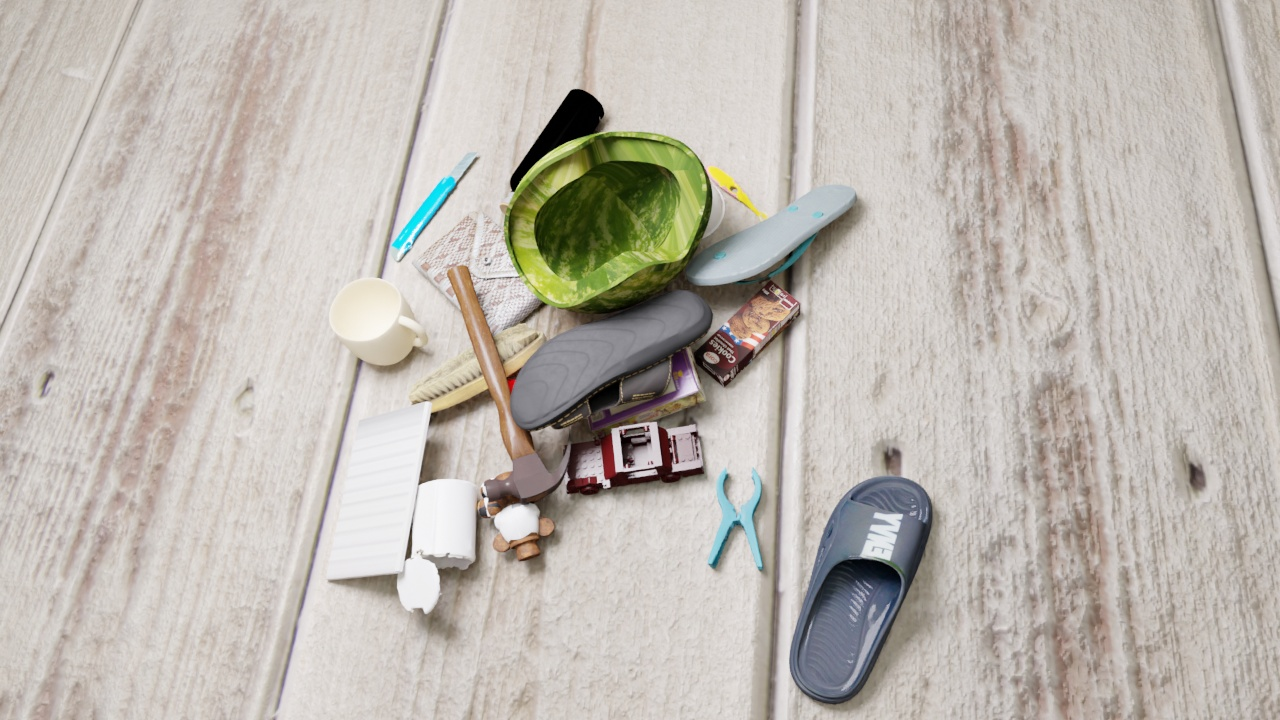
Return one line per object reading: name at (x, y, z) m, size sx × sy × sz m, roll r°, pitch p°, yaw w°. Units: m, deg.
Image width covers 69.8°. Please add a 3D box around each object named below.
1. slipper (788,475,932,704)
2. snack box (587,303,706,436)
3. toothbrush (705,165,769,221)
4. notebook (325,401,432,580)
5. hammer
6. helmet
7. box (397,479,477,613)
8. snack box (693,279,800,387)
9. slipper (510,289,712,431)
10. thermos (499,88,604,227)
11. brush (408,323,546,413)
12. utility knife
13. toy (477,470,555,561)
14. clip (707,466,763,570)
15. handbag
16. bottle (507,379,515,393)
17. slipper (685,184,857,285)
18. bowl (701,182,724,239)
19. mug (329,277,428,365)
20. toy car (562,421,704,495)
slipper at (0.237, 0.239, 1.003) m, size 0.111 × 0.083 × 0.267 m, roll 21°, pitch 72°, yaw 19°
snack box at (-0.007, 0.007, 1.154) m, size 0.148 × 0.040 × 0.143 m, roll -21°, pitch 64°, yaw 12°
toothbrush at (0.135, -0.231, 1.269) m, size 0.021 × 0.016 × 0.135 m, roll -40°, pitch 66°, yaw -5°
notebook at (-0.321, 0.160, 1.128) m, size 0.143 × 0.009 × 0.209 m, roll -14°, pitch 60°, yaw 36°
hammer at (-0.176, 0.021, 1.127) m, size 0.115 × 0.033 × 0.322 m, roll -17°, pitch 68°, yaw -15°
helmet at (-0.037, -0.173, 1.150) m, size 0.246 × 0.244 × 0.213 m, roll -33°, pitch 91°, yaw -35°
box at (-0.239, 0.220, 1.084) m, size 0.083 × 0.092 × 0.165 m, roll -17°, pitch 64°, yaw 26°
snack box at (0.137, -0.035, 1.170) m, size 0.140 × 0.032 × 0.051 m, roll -43°, pitch 67°, yaw -11°
slipper at (-0.033, 0.006, 1.095) m, size 0.267 × 0.076 × 0.113 m, roll -29°, pitch 54°, yaw -6°
thermos at (-0.134, -0.282, 1.310) m, size 0.061 × 0.061 × 0.231 m, roll 24°, pitch 72°, yaw 18°
brush at (-0.211, 0.010, 1.186) m, size 0.195 × 0.043 × 0.059 m, roll -29°, pitch 27°, yaw -7°
utility knife at (-0.301, -0.229, 1.337) m, size 0.031 × 0.015 × 0.205 m, roll 30°, pitch 77°, yaw 19°
toy at (-0.148, 0.184, 1.103) m, size 0.087 × 0.067 × 0.112 m, roll -20°, pitch 73°, yaw -1°
clip at (0.129, 0.184, 1.076) m, size 0.114 × 0.028 × 0.127 m, roll -7°, pitch 65°, yaw 4°
handbag at (-0.214, -0.121, 1.258) m, size 0.124 × 0.047 × 0.186 m, roll -44°, pitch 66°, yaw -11°
bottle at (-0.133, 0.042, 1.173) m, size 0.119 × 0.036 × 0.036 m, roll 13°, pitch 68°, yaw 27°
slipper at (0.181, -0.149, 1.191) m, size 0.268 × 0.055 × 0.098 m, roll -32°, pitch 33°, yaw -19°
bowl at (0.060, -0.219, 1.262) m, size 0.110 × 0.040 × 0.109 m, roll -4°, pitch 65°, yaw 7°
mug at (-0.335, -0.042, 1.211) m, size 0.120 × 0.100 × 0.096 m, roll 13°, pitch 66°, yaw 12°
toy car at (-0.012, 0.117, 1.108) m, size 0.170 × 0.062 × 0.070 m, roll -9°, pitch 64°, yaw 5°
